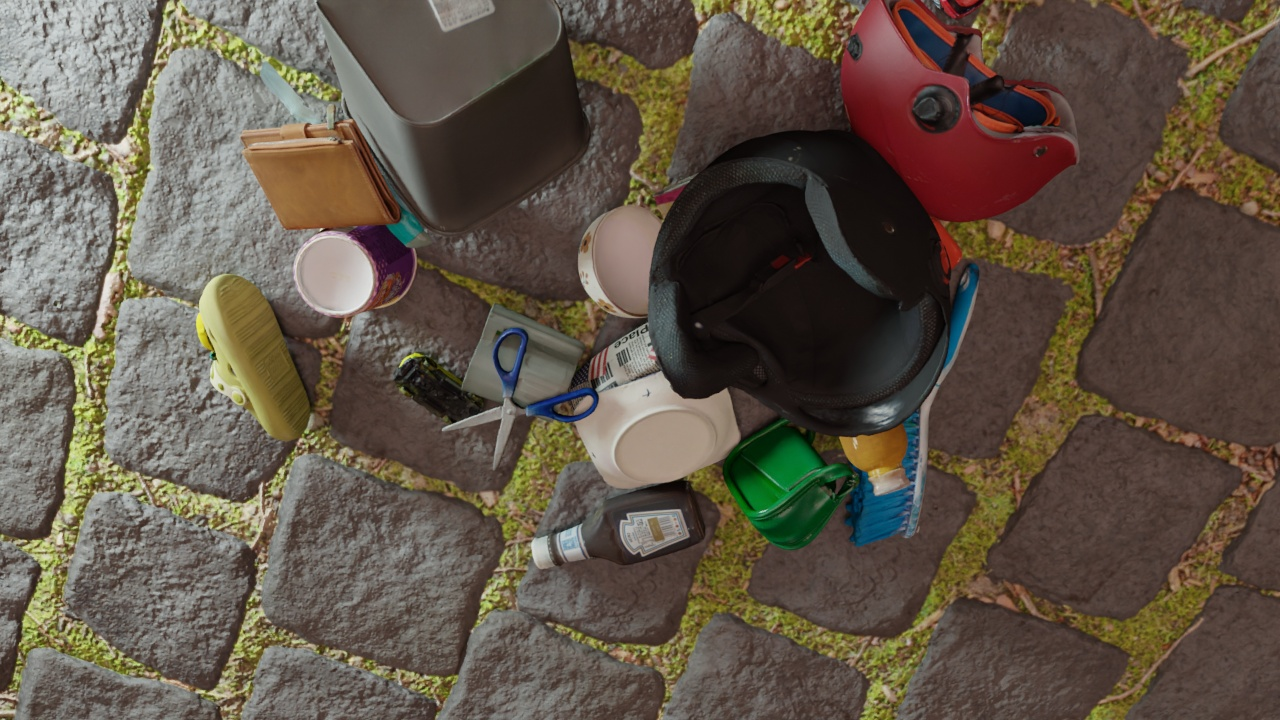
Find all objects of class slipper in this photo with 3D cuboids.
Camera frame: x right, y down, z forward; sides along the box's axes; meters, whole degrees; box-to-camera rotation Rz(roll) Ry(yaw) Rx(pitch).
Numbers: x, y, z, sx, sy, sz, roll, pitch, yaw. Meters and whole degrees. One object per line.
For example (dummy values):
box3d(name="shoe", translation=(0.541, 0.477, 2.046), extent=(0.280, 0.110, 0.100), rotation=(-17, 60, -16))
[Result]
box3d(name="slipper", translation=(-0.425, 0.005, 0.979), extent=(0.082, 0.091, 0.190), rotation=(-17, 109, 9))

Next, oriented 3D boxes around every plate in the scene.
box3d(name="plate", translation=(0.024, 0.081, 0.973), extent=(0.164, 0.034, 0.164), rotation=(-20, 132, 3))

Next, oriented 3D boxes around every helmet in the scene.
box3d(name="helmet", translation=(0.268, -0.221, 0.834), extent=(0.240, 0.206, 0.144), rotation=(36, 126, -3))
box3d(name="helmet", translation=(0.147, -0.071, 0.802), extent=(0.234, 0.229, 0.275), rotation=(-27, 111, 41))

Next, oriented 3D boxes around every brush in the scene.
box3d(name="brush", translation=(0.290, 0.051, 0.985), extent=(0.109, 0.060, 0.315), rotation=(1, 104, -4))

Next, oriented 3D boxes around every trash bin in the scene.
box3d(name="trash bin", translation=(-0.157, -0.250, 0.786), extent=(0.198, 0.220, 0.199), rotation=(-35, 87, -9))

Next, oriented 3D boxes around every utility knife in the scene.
box3d(name="utility knife", translation=(-0.280, -0.191, 0.872), extent=(0.029, 0.013, 0.221), rotation=(-36, 105, 15))

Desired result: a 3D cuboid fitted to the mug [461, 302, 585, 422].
box3d(name="mug", translation=(-0.120, 0.001, 0.955), extent=(0.103, 0.083, 0.124), rotation=(23, 141, -7))

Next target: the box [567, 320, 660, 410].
box3d(name="box", translation=(-0.010, 0.002, 0.963), extent=(0.164, 0.081, 0.075), rotation=(-34, 75, 18))

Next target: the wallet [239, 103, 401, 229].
box3d(name="wallet", translation=(-0.302, -0.174, 0.853), extent=(0.131, 0.035, 0.119), rotation=(2, 130, 22))

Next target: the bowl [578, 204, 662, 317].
box3d(name="bowl", translation=(-0.022, -0.096, 0.934), extent=(0.062, 0.113, 0.113), rotation=(-9, 112, 48))

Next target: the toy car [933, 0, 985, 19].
box3d(name="toy car", translation=(0.284, -0.380, 0.857), extent=(0.053, 0.045, 0.120), rotation=(-38, 100, 11))

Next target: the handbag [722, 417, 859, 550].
box3d(name="handbag", translation=(0.157, 0.127, 0.970), extent=(0.120, 0.131, 0.068), rotation=(-39, 117, 6))

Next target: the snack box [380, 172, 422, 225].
box3d(name="snack box", translation=(-0.259, -0.184, 0.921), extent=(0.175, 0.074, 0.052), rotation=(20, 106, -4))

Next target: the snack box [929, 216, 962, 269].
box3d(name="snack box", translation=(0.266, -0.105, 0.918), extent=(0.080, 0.091, 0.082), rotation=(-41, 102, 6))

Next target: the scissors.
box3d(name="scissors", translation=(-0.124, 0.042, 0.932), extent=(0.176, 0.012, 0.162), rotation=(-3, 116, 7))

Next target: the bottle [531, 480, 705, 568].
box3d(name="bottle", translation=(-0.027, 0.195, 1.043), extent=(0.195, 0.044, 0.080), rotation=(-17, 105, 8))

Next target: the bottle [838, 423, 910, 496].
box3d(name="bottle", translation=(0.225, 0.043, 0.938), extent=(0.068, 0.068, 0.189), rotation=(-19, 77, 8))

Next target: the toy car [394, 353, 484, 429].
box3d(name="toy car", translation=(-0.219, 0.032, 1.008), extent=(0.105, 0.032, 0.048), rotation=(38, 104, -21))

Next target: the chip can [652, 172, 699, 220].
box3d(name="chip can", translation=(0.084, -0.086, 0.938), extent=(0.071, 0.071, 0.210), rotation=(-22, 105, 8))

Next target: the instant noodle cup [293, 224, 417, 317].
box3d(name="instant noodle cup", translation=(-0.296, -0.094, 0.938), extent=(0.111, 0.099, 0.112), rotation=(1, 108, 2))
